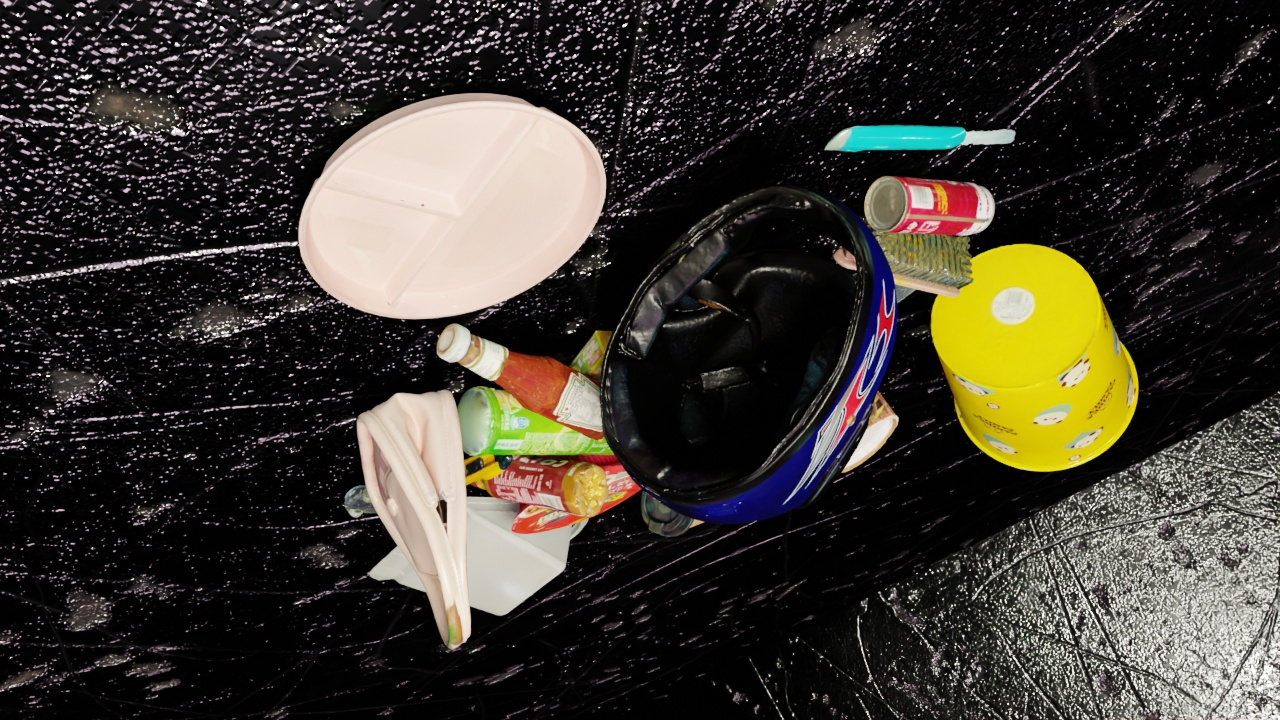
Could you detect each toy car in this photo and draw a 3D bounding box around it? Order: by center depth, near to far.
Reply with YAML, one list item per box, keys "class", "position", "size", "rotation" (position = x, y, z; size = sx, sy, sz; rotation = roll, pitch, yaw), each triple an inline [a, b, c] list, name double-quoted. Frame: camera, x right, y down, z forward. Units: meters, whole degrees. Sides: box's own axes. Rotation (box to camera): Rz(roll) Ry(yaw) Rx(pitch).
- class: "toy car"
  position: [-0.290, 0.155, 1.038]
  size: [0.090, 0.034, 0.043]
  rotation: [7, 143, -40]

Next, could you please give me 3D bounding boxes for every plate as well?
- class: "plate"
  position: [-0.137, -0.110, 0.686]
  size: [0.229, 0.028, 0.230]
  rotation: [-18, 151, -10]

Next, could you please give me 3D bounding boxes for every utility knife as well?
- class: "utility knife"
  position: [0.260, -0.202, 0.834]
  size: [0.217, 0.013, 0.029]
  rotation: [-6, 146, -25]
- class: "utility knife"
  position: [-0.194, 0.127, 1.029]
  size: [0.015, 0.033, 0.172]
  rotation: [-5, 164, -43]

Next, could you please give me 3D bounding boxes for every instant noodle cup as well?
- class: "instant noodle cup"
  position: [-0.078, 0.146, 1.132]
  size: [0.193, 0.065, 0.194]
  rotation: [-21, 161, -8]
- class: "instant noodle cup"
  position: [0.258, 0.072, 1.189]
  size: [0.137, 0.108, 0.138]
  rotation: [-29, 150, -18]

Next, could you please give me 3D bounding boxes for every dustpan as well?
- class: "dustpan"
  position: [-0.204, 0.248, 1.296]
  size: [0.257, 0.142, 0.223]
  rotation: [32, 126, -23]

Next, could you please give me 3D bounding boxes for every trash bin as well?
- class: "trash bin"
  position: [0.482, -0.006, 1.143]
  size: [0.230, 0.229, 0.255]
  rotation: [-32, 146, 16]

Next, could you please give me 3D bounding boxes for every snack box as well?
- class: "snack box"
  position: [-0.006, 0.006, 0.987]
  size: [0.140, 0.033, 0.087]
  rotation: [-2, 146, -37]

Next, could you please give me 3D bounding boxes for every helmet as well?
- class: "helmet"
  position: [0.111, -0.001, 0.854]
  size: [0.316, 0.247, 0.240]
  rotation: [-56, 159, 15]

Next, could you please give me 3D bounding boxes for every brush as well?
- class: "brush"
  position: [0.274, -0.105, 0.956]
  size: [0.145, 0.063, 0.073]
  rotation: [7, 165, -27]

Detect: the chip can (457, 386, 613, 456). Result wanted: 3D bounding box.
- class: "chip can"
  position: [-0.093, 0.068, 0.989]
  size: [0.220, 0.072, 0.073]
  rotation: [5, 142, -43]

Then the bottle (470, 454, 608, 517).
- class: "bottle"
  position: [-0.119, 0.132, 1.016]
  size: [0.175, 0.057, 0.057]
  rotation: [5, 170, 36]

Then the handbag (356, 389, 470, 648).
- class: "handbag"
  position: [-0.205, 0.166, 0.902]
  size: [0.093, 0.234, 0.194]
  rotation: [-14, 151, -21]

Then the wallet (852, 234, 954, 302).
- class: "wallet"
  position: [0.300, -0.106, 1.032]
  size: [0.121, 0.019, 0.097]
  rotation: [-37, 148, 23]

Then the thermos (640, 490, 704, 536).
- class: "thermos"
  position: [0.068, 0.208, 1.349]
  size: [0.093, 0.093, 0.143]
  rotation: [-38, 156, 27]

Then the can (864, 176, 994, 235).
- class: "can"
  position: [0.286, -0.151, 0.901]
  size: [0.132, 0.053, 0.053]
  rotation: [-4, 147, -33]

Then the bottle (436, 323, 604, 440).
- class: "bottle"
  position: [-0.104, 0.020, 0.883]
  size: [0.060, 0.059, 0.206]
  rotation: [-38, 135, 26]
